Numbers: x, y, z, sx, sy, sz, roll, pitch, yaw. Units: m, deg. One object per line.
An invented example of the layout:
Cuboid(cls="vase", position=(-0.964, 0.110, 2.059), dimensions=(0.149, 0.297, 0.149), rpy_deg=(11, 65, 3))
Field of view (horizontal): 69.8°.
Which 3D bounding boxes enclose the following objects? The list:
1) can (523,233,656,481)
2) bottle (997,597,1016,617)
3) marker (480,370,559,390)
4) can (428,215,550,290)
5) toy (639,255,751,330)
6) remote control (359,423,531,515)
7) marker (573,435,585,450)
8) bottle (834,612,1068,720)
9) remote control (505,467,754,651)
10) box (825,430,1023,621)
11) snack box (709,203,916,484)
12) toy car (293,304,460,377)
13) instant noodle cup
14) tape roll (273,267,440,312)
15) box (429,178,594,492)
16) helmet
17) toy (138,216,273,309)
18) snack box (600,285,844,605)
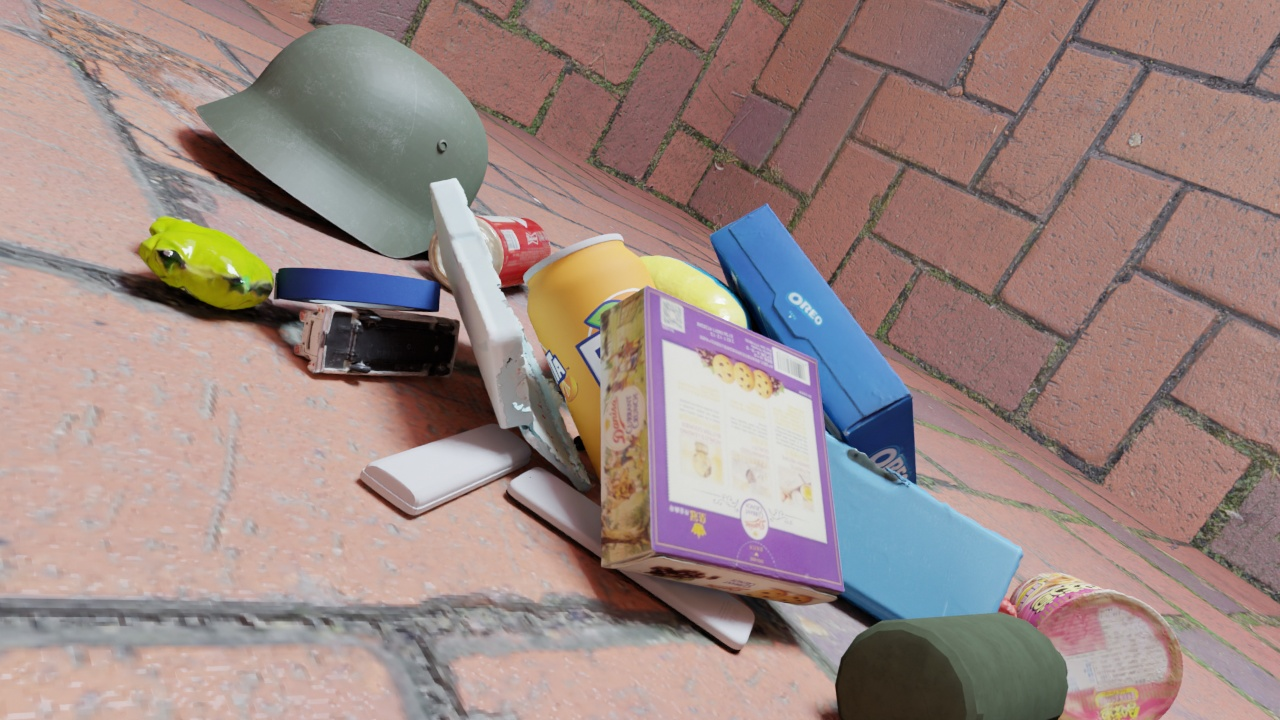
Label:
Cuboid(cls="can", position=(-0.013, 0.001, 0.562), dimensions=(0.142, 0.079, 0.079), rpy_deg=(66, 19, 5))
Cuboid(cls="bottle", position=(0.242, 0.171, 0.698), dimensions=(0.044, 0.044, 0.109), rpy_deg=(27, 12, -14))
Cuboid(cls="marker", position=(-0.069, 0.015, 0.666), dimensions=(0.016, 0.016, 0.140), rpy_deg=(36, 14, 23))
Cuboid(cls="can", position=(-0.133, -0.100, 0.846), dimensions=(0.067, 0.067, 0.170), rpy_deg=(31, 13, 6))
Cuboid(cls="toy", position=(0.058, 0.000, 0.751), dimensions=(0.149, 0.084, 0.214), rpy_deg=(58, 2, 36))
Cuboid(cls="remote control", position=(-0.094, 0.052, 0.472), dimensions=(0.033, 0.012, 0.130), rpy_deg=(33, 13, 12))
Cuboid(cls="marker", position=(-0.007, 0.056, 0.656), dimensions=(0.011, 0.011, 0.152), rpy_deg=(36, 14, 24))
Cuboid(cls="bottle", position=(0.184, 0.173, 0.495), dimensions=(0.206, 0.071, 0.071), rpy_deg=(16, 19, -48))
Cuboid(cls="remote control", position=(-0.005, 0.103, 0.487), dimensions=(0.146, 0.008, 0.045), rpy_deg=(33, 13, 10))
Cuboid(cls="box", position=(0.127, 0.113, 0.639), dimensions=(0.231, 0.094, 0.102), rpy_deg=(30, -16, 4))
Cuboid(cls="snack box", position=(0.146, 0.012, 0.750), dimensions=(0.195, 0.056, 0.239), rpy_deg=(60, 2, 29))
Cuboid(cls="toy car", position=(-0.153, -0.011, 0.540), dimensions=(0.039, 0.039, 0.113), rpy_deg=(13, 4, 25))
Cuboid(cls="instant noodle cup", position=(0.311, 0.199, 0.654), dimensions=(0.098, 0.098, 0.108), rpy_deg=(31, 5, 6))
Cuboid(cls="tape roll", position=(-0.165, -0.041, 0.540), dimensions=(0.093, 0.016, 0.091), rpy_deg=(4, 0, -30))
Cuboid(cls="box", position=(-0.087, -0.019, 0.567), dimensions=(0.197, 0.049, 0.136), rpy_deg=(61, -5, 50))
Cuboid(cls="helmet", position=(-0.234, -0.206, 0.836), dimensions=(0.227, 0.154, 0.267), rpy_deg=(41, 5, 40))
Cuboid(cls="toy", position=(-0.240, -0.055, 0.512), dimensions=(0.093, 0.036, 0.094), rpy_deg=(31, 5, 28))
Cuboid(cls="snack box", position=(0.045, 0.050, 0.502), dimensions=(0.143, 0.041, 0.147), rpy_deg=(21, 56, -36))
